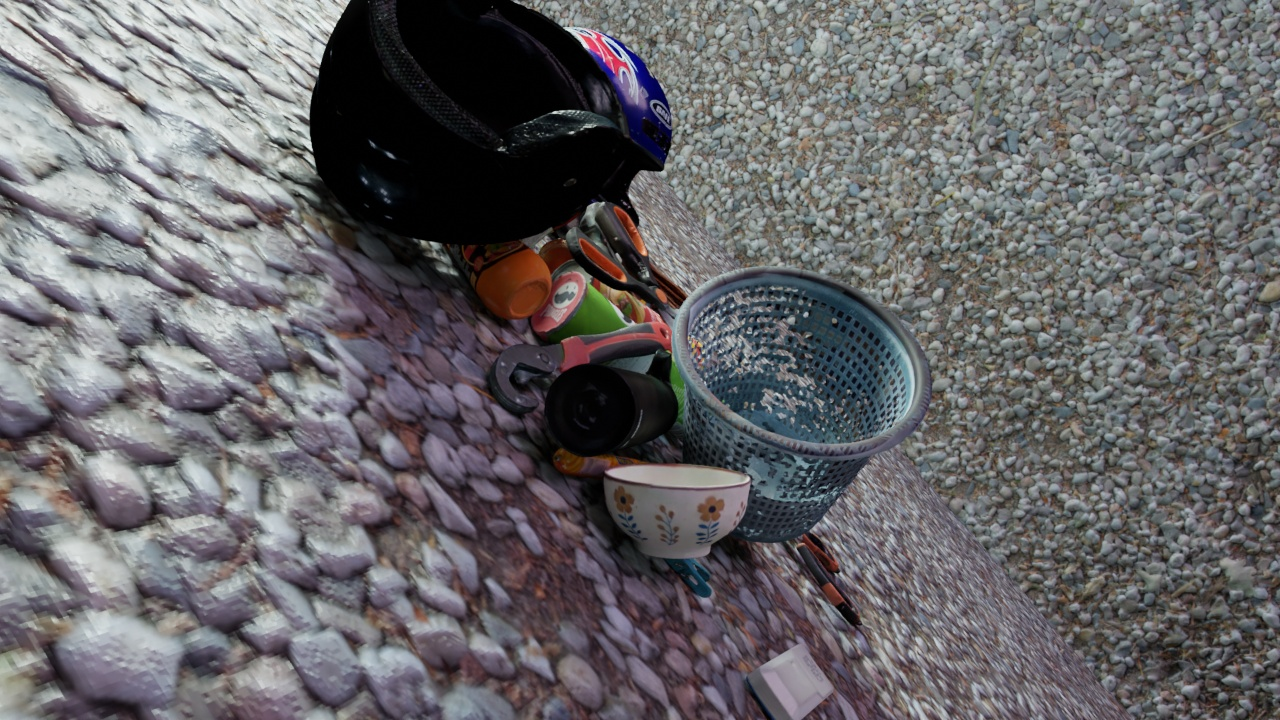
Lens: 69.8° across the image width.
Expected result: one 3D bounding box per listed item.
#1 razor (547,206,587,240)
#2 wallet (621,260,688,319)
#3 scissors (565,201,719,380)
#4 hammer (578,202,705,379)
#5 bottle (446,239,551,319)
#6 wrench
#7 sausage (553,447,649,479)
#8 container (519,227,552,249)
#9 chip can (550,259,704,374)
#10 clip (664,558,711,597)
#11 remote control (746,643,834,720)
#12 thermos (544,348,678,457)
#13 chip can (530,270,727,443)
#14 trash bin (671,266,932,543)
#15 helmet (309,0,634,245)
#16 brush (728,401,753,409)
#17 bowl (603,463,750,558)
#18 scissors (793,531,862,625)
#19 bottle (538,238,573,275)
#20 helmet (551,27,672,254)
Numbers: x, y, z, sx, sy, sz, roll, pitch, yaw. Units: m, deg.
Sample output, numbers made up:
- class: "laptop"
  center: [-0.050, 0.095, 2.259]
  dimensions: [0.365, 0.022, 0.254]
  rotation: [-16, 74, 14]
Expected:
- class: "razor"
  center: [-0.113, -0.172, 1.044]
  dimensions: [0.168, 0.067, 0.062]
  rotation: [20, -46, 61]
- class: "wallet"
  center: [0.020, -0.085, 1.243]
  dimensions: [0.124, 0.032, 0.101]
  rotation: [44, -20, 14]
- class: "scissors"
  center: [0.000, -0.078, 0.965]
  dimensions: [0.228, 0.022, 0.220]
  rotation: [17, 45, -50]
- class: "hammer"
  center: [0.007, -0.072, 1.130]
  dimensions: [0.323, 0.032, 0.126]
  rotation: [51, 20, -47]
- class: "bottle"
  center: [-0.144, -0.102, 0.846]
  dimensions: [0.149, 0.067, 0.066]
  rotation: [47, 12, 27]
- class: "wrench"
  center: [-0.042, -0.005, 0.812]
  dimensions: [0.056, 0.016, 0.272]
  rotation: [54, 32, 10]
- class: "sausage"
  center: [-0.026, 0.088, 0.752]
  dimensions: [0.021, 0.021, 0.165]
  rotation: [54, 15, 25]
- class: "container"
  center: [-0.147, -0.157, 0.926]
  dimensions: [0.111, 0.090, 0.089]
  rotation: [49, 14, -7]
- class: "chip can"
  center: [-0.013, -0.035, 1.026]
  dimensions: [0.216, 0.073, 0.073]
  rotation: [34, 19, -44]
- class: "clip"
  center: [0.037, 0.167, 0.742]
  dimensions: [0.055, 0.013, 0.038]
  rotation: [44, 13, -13]
- class: "remote control"
  center: [0.122, 0.257, 0.730]
  dimensions: [0.049, 0.024, 0.124]
  rotation: [54, 14, 21]
- class: "thermos"
  center: [-0.012, 0.029, 0.775]
  dimensions: [0.068, 0.090, 0.242]
  rotation: [18, 2, 10]
- class: "chip can"
  center: [-0.006, 0.005, 0.940]
  dimensions: [0.236, 0.072, 0.072]
  rotation: [39, 16, -34]
- class: "trash bin"
  center: [0.126, 0.058, 0.851]
  dimensions: [0.226, 0.196, 0.226]
  rotation: [5, 45, -6]
- class: "helmet"
  center: [-0.134, -0.210, 0.760]
  dimensions: [0.274, 0.231, 0.233]
  rotation: [-10, 73, -59]
- class: "brush"
  center: [0.129, 0.089, 1.142]
  dimensions: [0.073, 0.063, 0.145]
  rotation: [45, 11, 7]
- class: "bowl"
  center: [0.027, 0.116, 0.706]
  dimensions: [0.113, 0.113, 0.062]
  rotation: [-6, 97, -73]
- class: "scissors"
  center: [0.186, 0.209, 1.049]
  dimensions: [0.226, 0.015, 0.189]
  rotation: [39, 18, -47]
- class: "bottle"
  center: [-0.074, -0.123, 1.110]
  dimensions: [0.060, 0.060, 0.205]
  rotation: [47, 14, -2]
- class: "helmet"
  center: [-0.073, -0.317, 1.279]
  dimensions: [0.315, 0.241, 0.247]
  rotation: [54, 17, 22]
